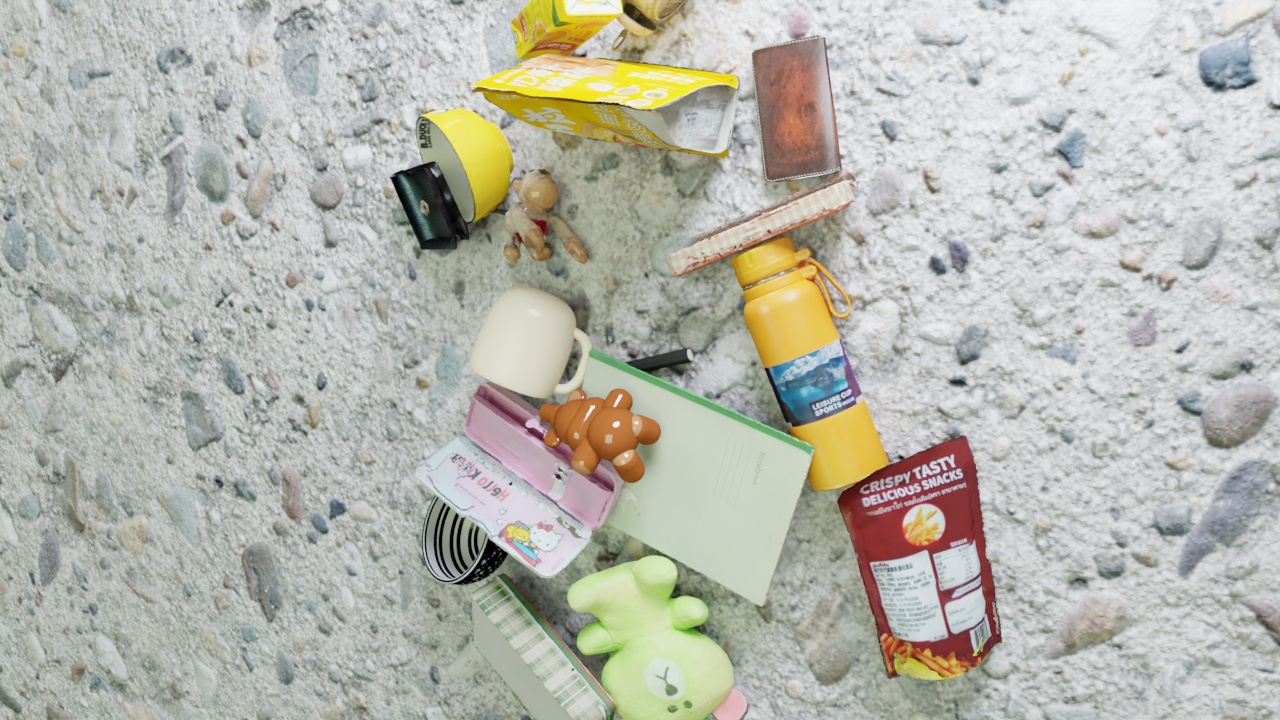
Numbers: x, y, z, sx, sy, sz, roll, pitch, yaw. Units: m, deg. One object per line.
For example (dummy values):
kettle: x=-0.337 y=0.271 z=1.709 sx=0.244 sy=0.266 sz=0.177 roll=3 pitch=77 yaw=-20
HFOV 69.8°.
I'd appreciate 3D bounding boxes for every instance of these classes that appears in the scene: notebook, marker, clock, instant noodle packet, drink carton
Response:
notebook: x=0.035 y=0.113 z=0.915 sx=0.253 sy=0.010 sz=0.182 roll=24 pitch=115 yaw=25
marker: x=-0.006 y=0.006 z=0.956 sx=0.124 sy=0.021 sz=0.017 roll=-13 pitch=51 yaw=23
clock: x=0.016 y=-0.342 z=0.845 sx=0.054 sy=0.092 sz=0.141 roll=41 pitch=121 yaw=3
instant noodle packet: x=-0.025 y=-0.225 z=0.810 sx=0.163 sy=0.221 sz=0.084 roll=15 pitch=109 yaw=20
drink carton: x=-0.073 y=-0.322 z=0.860 sx=0.135 sy=0.058 sz=0.043 roll=-1 pitch=100 yaw=64

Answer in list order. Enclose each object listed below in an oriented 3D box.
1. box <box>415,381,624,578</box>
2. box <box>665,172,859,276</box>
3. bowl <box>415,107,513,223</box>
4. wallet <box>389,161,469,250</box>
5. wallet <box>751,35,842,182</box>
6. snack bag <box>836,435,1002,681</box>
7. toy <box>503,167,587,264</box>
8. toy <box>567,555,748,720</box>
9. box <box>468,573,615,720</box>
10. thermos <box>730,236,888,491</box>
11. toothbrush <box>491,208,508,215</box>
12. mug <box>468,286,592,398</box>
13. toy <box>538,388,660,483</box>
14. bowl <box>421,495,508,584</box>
box: x=-0.123 y=0.124 z=0.973 sx=0.201 sy=0.077 sz=0.146 roll=33 pitch=88 yaw=22
box: x=0.113 y=-0.125 z=0.853 sx=0.187 sy=0.082 sz=0.041 roll=-20 pitch=93 yaw=23
bowl: x=-0.173 y=-0.207 z=0.946 sx=0.117 sy=0.067 sz=0.117 roll=46 pitch=154 yaw=30
wallet: x=-0.224 y=-0.163 z=0.974 sx=0.115 sy=0.026 sz=0.089 roll=10 pitch=125 yaw=55
wallet: x=0.144 y=-0.230 z=0.848 sx=0.072 sy=0.019 sz=0.123 roll=-5 pitch=98 yaw=23
snack bag: x=0.264 y=0.187 z=0.844 sx=0.139 sy=0.066 sz=0.208 roll=-17 pitch=104 yaw=-9
toy: x=-0.101 y=-0.150 z=0.945 sx=0.074 sy=0.085 sz=0.106 roll=-18 pitch=73 yaw=45
toy: x=0.012 y=0.300 z=0.968 sx=0.150 sy=0.107 sz=0.197 roll=-19 pitch=102 yaw=1
box: x=-0.111 y=0.338 z=1.000 sx=0.205 sy=0.051 sz=0.118 roll=40 pitch=143 yaw=31
thermos: x=0.161 y=-0.002 z=0.860 sx=0.091 sy=0.076 sz=0.232 roll=-22 pitch=91 yaw=-12
toothbrush: x=-0.193 y=-0.171 z=1.002 sx=0.167 sy=0.012 sz=0.013 roll=19 pitch=115 yaw=18
mug: x=-0.106 y=-0.020 z=0.953 sx=0.120 sy=0.096 sz=0.100 roll=23 pitch=98 yaw=2
toy: x=-0.047 y=0.071 z=0.913 sx=0.128 sy=0.065 sz=0.094 roll=14 pitch=66 yaw=40
bowl: x=-0.183 y=0.194 z=1.033 sx=0.120 sy=0.066 sz=0.120 roll=-18 pitch=62 yaw=38
